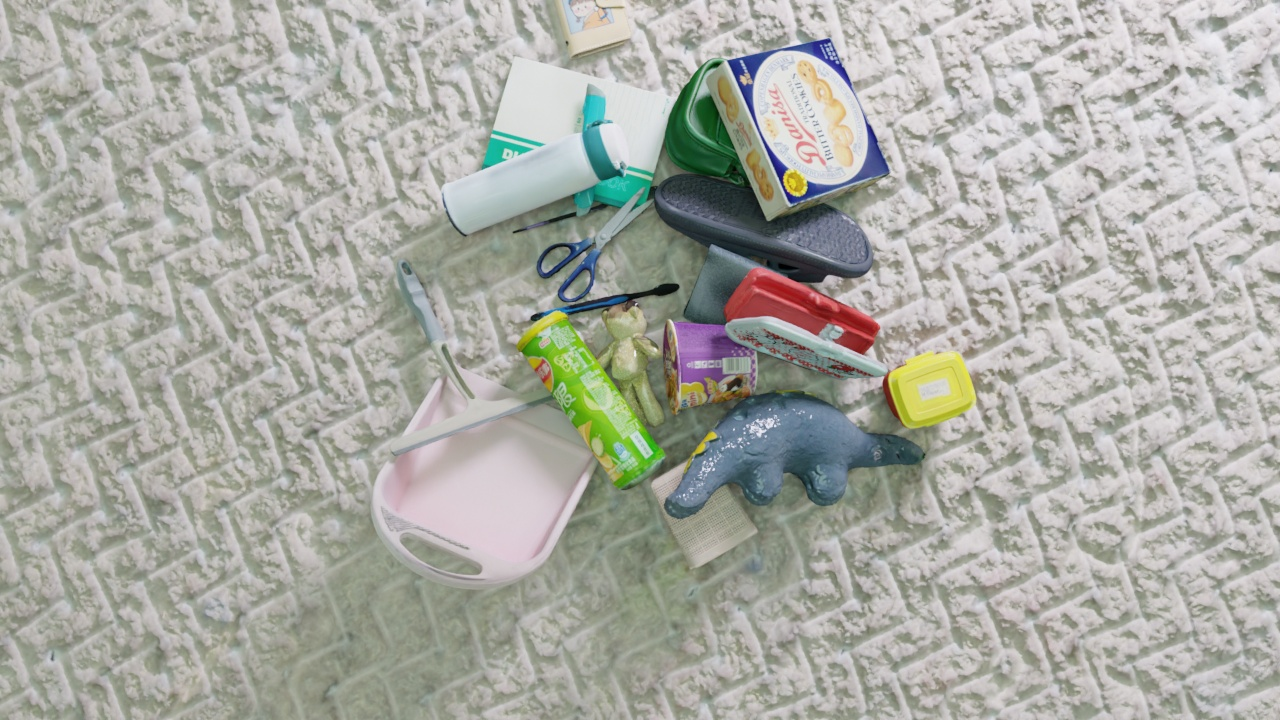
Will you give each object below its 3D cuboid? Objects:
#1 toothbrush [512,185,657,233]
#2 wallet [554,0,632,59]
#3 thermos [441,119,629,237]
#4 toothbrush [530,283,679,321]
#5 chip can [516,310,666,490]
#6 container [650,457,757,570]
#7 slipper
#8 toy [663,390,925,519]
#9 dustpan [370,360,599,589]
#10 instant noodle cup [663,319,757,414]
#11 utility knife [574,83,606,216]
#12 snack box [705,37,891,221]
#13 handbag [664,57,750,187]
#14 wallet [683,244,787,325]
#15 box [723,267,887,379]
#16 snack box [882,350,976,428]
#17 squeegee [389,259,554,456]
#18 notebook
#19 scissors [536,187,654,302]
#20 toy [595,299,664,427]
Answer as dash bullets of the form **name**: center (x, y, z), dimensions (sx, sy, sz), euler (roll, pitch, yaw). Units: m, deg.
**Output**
- **toothbrush**: center (-0.068, -0.183, 1.135), dimensions (0.189, 0.014, 0.017), euler (-17, 101, 1)
- **wallet**: center (-0.060, -0.440, 1.134), dimensions (0.087, 0.024, 0.115), euler (-15, 88, 6)
- **thermos**: center (-0.122, -0.219, 1.088), dimensions (0.224, 0.073, 0.073), euler (-19, 89, 13)
- **toothbrush**: center (-0.044, -0.072, 1.134), dimensions (0.189, 0.016, 0.014), euler (-12, 98, 4)
- **chip can**: center (-0.057, 0.049, 1.083), dimensions (0.072, 0.072, 0.221), euler (-36, 84, 0)
- **container**: center (0.070, 0.174, 1.089), dimensions (0.090, 0.090, 0.111), euler (-31, 85, 1)
- **slipper**: center (0.143, -0.147, 1.097), dimensions (0.268, 0.083, 0.110), euler (19, 48, 11)
- **toy**: center (0.171, 0.101, 1.060), dimensions (0.355, 0.092, 0.137), euler (-4, 55, -25)
- **dustpan**: center (-0.168, 0.128, 1.026), dimensions (0.222, 0.139, 0.272), euler (21, 67, 0)
- **instant noodle cup**: center (0.082, 0.004, 1.087), dimensions (0.099, 0.111, 0.111), euler (-4, 89, -8)
- **utility knife**: center (-0.063, -0.254, 1.114), dimensions (0.029, 0.013, 0.161), euler (8, 92, 6)
- **snack box**: center (0.187, -0.272, 1.071), dimensions (0.182, 0.046, 0.178), euler (-23, 89, -32)
- **handbag**: center (0.097, -0.281, 1.092), dimensions (0.120, 0.068, 0.131), euler (26, 65, -13)
- **wallet**: center (0.110, -0.076, 1.088), dimensions (0.097, 0.121, 0.019), euler (23, 48, 3)
- **box**: center (0.193, -0.022, 1.041), dimensions (0.201, 0.091, 0.095), euler (19, 118, -31)
- **snack box**: center (0.336, 0.033, 1.086), dimensions (0.091, 0.080, 0.082), euler (-19, 90, 1)
- **squeegee**: center (-0.239, -0.018, 1.108), dimensions (0.245, 0.039, 0.246), euler (-20, 68, -35)
- **notebook**: center (-0.077, -0.277, 1.128), dimensions (0.209, 0.012, 0.150), euler (16, 88, 5)
- **scissors**: center (-0.046, -0.136, 1.121), dimensions (0.173, 0.012, 0.128), euler (-13, 93, 11)
- **toy**: center (-0.007, 0.006, 1.111), dimensions (0.105, 0.066, 0.157), euler (-11, 93, 43)
